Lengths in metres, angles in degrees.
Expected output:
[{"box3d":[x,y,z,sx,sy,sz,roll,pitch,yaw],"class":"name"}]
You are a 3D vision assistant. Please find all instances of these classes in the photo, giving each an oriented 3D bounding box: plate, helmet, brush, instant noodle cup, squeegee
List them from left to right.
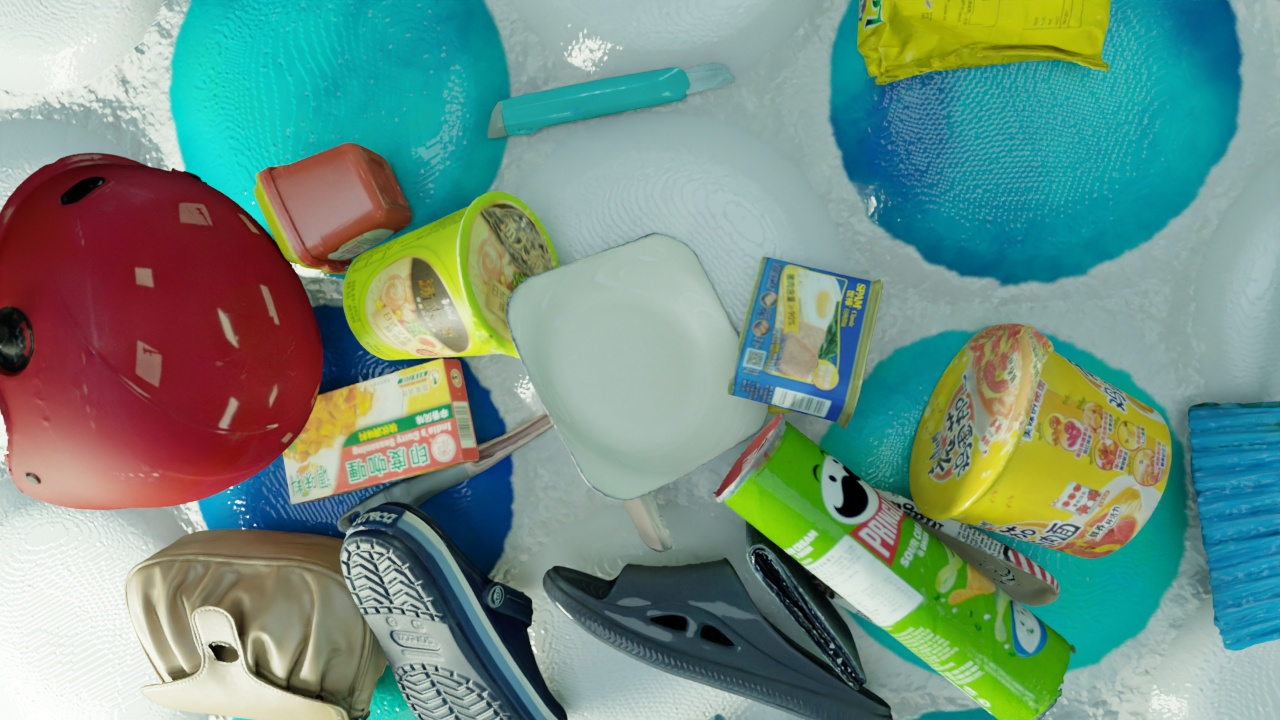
[{"box3d":[-0.300,-0.018,0.607,0.144,0.206,0.240,3,105,24],"class":"helmet"},{"box3d":[-0.135,-0.047,0.634,0.124,0.111,0.112,-10,97,29],"class":"instant noodle cup"},{"box3d":[-0.126,0.074,0.693,0.250,0.040,0.247,-28,78,16],"class":"squeegee"},{"box3d":[-0.004,0.004,0.631,0.164,0.034,0.163,-23,84,-32],"class":"plate"},{"box3d":[0.258,0.058,0.593,0.110,0.138,0.138,23,101,-4],"class":"instant noodle cup"},{"box3d":[0.412,0.027,0.591,0.110,0.060,0.314,-10,83,39],"class":"brush"}]

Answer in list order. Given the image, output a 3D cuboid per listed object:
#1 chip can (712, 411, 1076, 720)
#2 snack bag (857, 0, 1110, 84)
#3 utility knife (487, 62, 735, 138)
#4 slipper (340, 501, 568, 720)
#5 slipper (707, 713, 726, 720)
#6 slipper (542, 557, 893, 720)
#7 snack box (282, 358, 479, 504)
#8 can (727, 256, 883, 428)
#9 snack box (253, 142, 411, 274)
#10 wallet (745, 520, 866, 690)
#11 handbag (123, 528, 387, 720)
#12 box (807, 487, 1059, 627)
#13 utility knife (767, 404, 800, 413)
[{"box3d":[0.160,0.134,0.587,0.236,0.072,0.072,38,101,2],"class":"chip can"},{"box3d":[0.218,-0.303,0.575,0.158,0.068,0.246,-1,99,8],"class":"snack bag"},{"box3d":[-0.024,-0.186,0.653,0.183,0.013,0.029,-8,100,10],"class":"utility knife"},{"box3d":[-0.132,0.200,0.685,0.105,0.095,0.253,-8,120,33],"class":"slipper"},{"box3d":[0.075,0.305,0.669,0.245,0.104,0.074,-14,99,5],"class":"slipper"},{"box3d":[0.063,0.187,0.659,0.268,0.111,0.083,23,84,-1],"class":"slipper"},{"box3d":[-0.199,0.054,0.687,0.156,0.027,0.077,-15,83,19],"class":"snack box"},{"box3d":[0.111,-0.015,0.623,0.083,0.057,0.102,15,68,8],"class":"can"},{"box3d":[-0.214,-0.109,0.654,0.080,0.091,0.082,-24,94,3],"class":"snack box"},{"box3d":[0.114,0.162,0.642,0.019,0.097,0.121,-38,91,9],"class":"wallet"},{"box3d":[-0.294,0.208,0.705,0.205,0.099,0.148,0,101,11],"class":"handbag"},{"box3d":[0.203,0.146,0.637,0.162,0.075,0.087,26,132,8],"class":"box"},{"box3d":[0.055,0.024,0.671,0.202,0.015,0.033,-2,76,9],"class":"utility knife"}]
